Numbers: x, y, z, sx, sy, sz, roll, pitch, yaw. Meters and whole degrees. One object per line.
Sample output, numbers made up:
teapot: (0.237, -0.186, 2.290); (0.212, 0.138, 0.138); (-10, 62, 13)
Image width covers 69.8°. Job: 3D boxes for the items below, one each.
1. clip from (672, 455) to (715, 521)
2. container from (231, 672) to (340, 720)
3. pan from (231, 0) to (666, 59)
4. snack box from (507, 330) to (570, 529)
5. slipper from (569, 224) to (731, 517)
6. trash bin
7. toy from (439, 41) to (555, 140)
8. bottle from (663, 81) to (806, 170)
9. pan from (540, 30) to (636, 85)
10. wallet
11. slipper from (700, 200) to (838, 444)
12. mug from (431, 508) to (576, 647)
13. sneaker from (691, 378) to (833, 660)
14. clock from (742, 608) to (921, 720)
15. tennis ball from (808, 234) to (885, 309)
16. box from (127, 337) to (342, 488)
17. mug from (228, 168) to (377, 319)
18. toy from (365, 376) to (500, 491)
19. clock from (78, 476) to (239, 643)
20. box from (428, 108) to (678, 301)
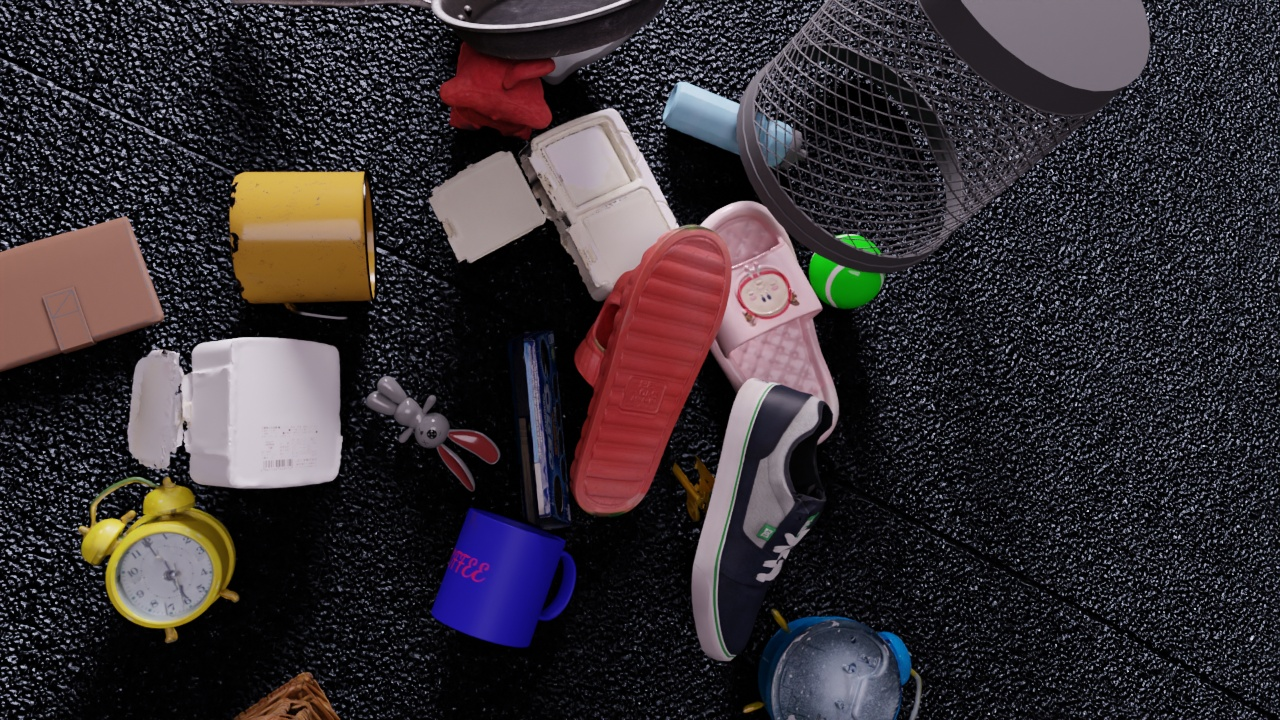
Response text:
clip: (0.045, 0.112, 0.773); (0.044, 0.054, 0.049); (18, 107, -31)
container: (-0.295, 0.361, 0.598); (0.249, 0.183, 0.162); (-34, 93, -14)
pan: (-0.143, -0.275, 0.693); (0.357, 0.186, 0.055); (-2, 131, 12)
snack box: (-0.081, 0.054, 0.724); (0.027, 0.082, 0.150); (-4, 88, -16)
slipper: (-0.004, 0.004, 0.749); (0.103, 0.059, 0.249); (15, 99, -38)
trash bin: (0.224, -0.216, 0.707); (0.217, 0.228, 0.217); (9, 65, -21)
toy: (-0.106, -0.229, 0.708); (0.088, 0.133, 0.094); (9, 91, -25)
bottle: (0.086, -0.202, 0.801); (0.130, 0.040, 0.040); (19, 82, -12)
pan: (-0.013, -0.344, 0.765); (0.354, 0.024, 0.217); (-2, 104, -6)
wallet: (-0.429, -0.049, 0.681); (0.120, 0.013, 0.087); (-20, 87, -14)
slipper: (0.107, -0.027, 0.788); (0.106, 0.056, 0.221); (-21, 93, -12)
mug: (-0.098, 0.172, 0.720); (0.111, 0.079, 0.083); (26, 79, -39)
sneaker: (0.102, 0.137, 0.737); (0.079, 0.084, 0.235); (15, 99, 31)
clock: (0.172, 0.281, 0.783); (0.161, 0.060, 0.116); (22, 81, -13)
tennis ball: (0.181, -0.078, 0.803); (0.065, 0.065, 0.065); (1, 86, -14)
box: (-0.312, 0.041, 0.681); (0.120, 0.137, 0.109); (4, 82, -56)
mug: (-0.250, -0.082, 0.690); (0.094, 0.100, 0.124); (-3, 128, -12)
toy: (-0.166, 0.056, 0.729); (0.111, 0.030, 0.049); (38, 107, -6)
clock: (-0.348, 0.139, 0.665); (0.083, 0.057, 0.119); (-32, 100, -13)
box: (-0.052, -0.114, 0.723); (0.186, 0.070, 0.143); (-32, 95, -30)
